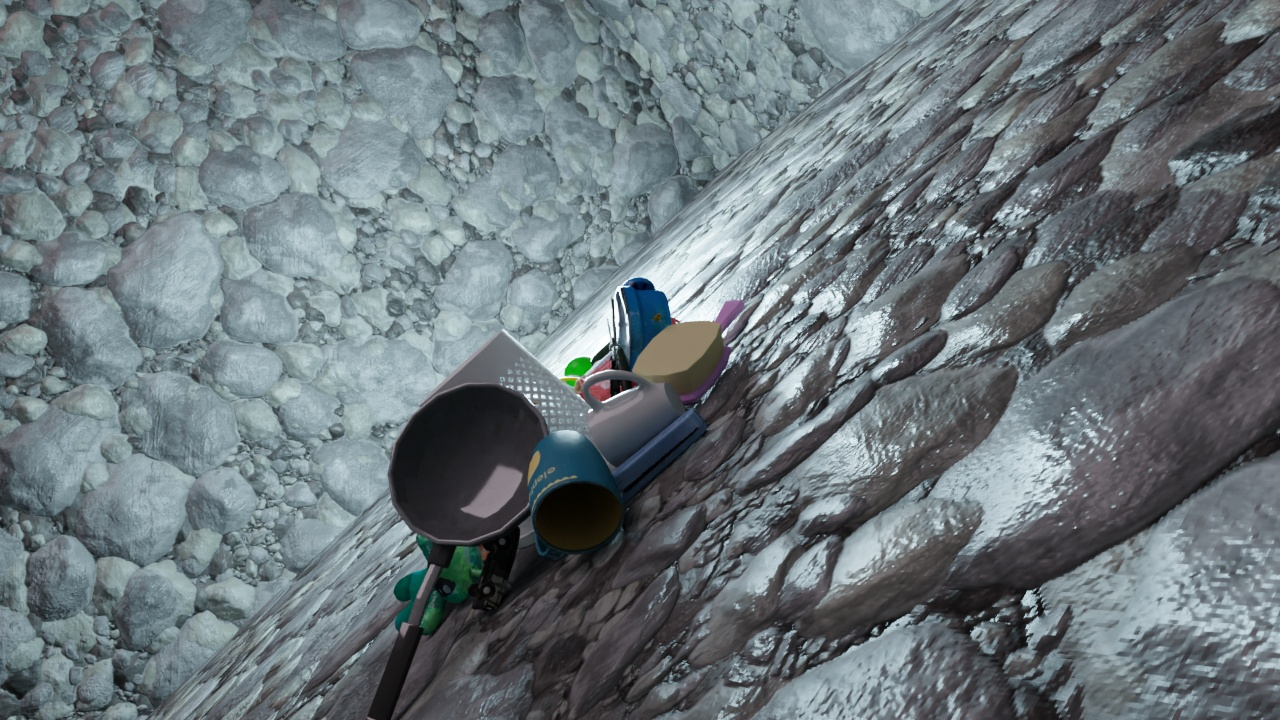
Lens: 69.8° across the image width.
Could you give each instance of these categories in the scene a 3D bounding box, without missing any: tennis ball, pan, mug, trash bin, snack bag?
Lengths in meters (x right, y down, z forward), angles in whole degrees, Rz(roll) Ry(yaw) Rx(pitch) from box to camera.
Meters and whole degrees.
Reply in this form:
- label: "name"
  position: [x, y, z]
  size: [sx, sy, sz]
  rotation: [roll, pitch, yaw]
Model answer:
- label: "tennis ball"
  position: [-0.102, 0.023, 1.613]
  size: [0.065, 0.065, 0.065]
  rotation: [-41, 9, 8]
- label: "pan"
  position: [-0.198, 0.190, 0.928]
  size: [0.041, 0.179, 0.356]
  rotation: [63, -139, -61]
- label: "mug"
  position: [-0.010, 0.050, 0.976]
  size: [0.089, 0.107, 0.071]
  rotation: [-30, 23, 17]
- label: "mug"
  position: [-0.072, 0.130, 0.867]
  size: [0.112, 0.084, 0.104]
  rotation: [-63, 23, 20]
- label: "trash bin"
  position: [-0.144, 0.081, 1.089]
  size: [0.195, 0.199, 0.195]
  rotation: [-41, 9, 8]
- label: "snack bag"
  position: [-0.008, 0.007, 1.269]
  size: [0.176, 0.082, 0.082]
  rotation: [-42, 9, -1]

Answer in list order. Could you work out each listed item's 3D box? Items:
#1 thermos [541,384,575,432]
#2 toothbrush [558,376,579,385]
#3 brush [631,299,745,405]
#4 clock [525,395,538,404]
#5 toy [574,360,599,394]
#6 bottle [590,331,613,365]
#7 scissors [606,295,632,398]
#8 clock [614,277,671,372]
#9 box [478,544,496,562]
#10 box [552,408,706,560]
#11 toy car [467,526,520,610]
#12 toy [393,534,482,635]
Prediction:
- label: "thermos"
  position: [-0.131, 0.093, 1.411]
  size: [0.206, 0.065, 0.078]
  rotation: [-89, 20, -78]
- label: "toothbrush"
  position: [-0.073, 0.032, 1.433]
  size: [0.136, 0.016, 0.021]
  rotation: [-2, 12, 18]
- label: "brush"
  position: [0.069, -0.025, 1.086]
  size: [0.089, 0.043, 0.228]
  rotation: [-1, 32, 32]
- label: "clock"
  position: [-0.213, 0.106, 1.529]
  size: [0.157, 0.073, 0.122]
  rotation: [-15, -40, -38]
- label: "toy"
  position: [-0.037, 0.029, 1.355]
  size: [0.106, 0.074, 0.085]
  rotation: [-31, 1, 34]
- label: "bottle"
  position: [-0.042, -0.003, 1.496]
  size: [0.061, 0.061, 0.131]
  rotation: [-41, 9, 20]
- label: "scissors"
  position: [-0.026, 0.027, 1.118]
  size: [0.015, 0.202, 0.201]
  rotation: [-7, 32, -6]
- label: "clock"
  position: [-0.001, -0.044, 1.167]
  size: [0.060, 0.117, 0.161]
  rotation: [-4, 25, -8]
- label: "box"
  position: [-0.219, 0.222, 1.167]
  size: [0.048, 0.085, 0.188]
  rotation: [-39, 5, -27]
- label: "box"
  position: [-0.016, 0.126, 0.928]
  size: [0.209, 0.037, 0.065]
  rotation: [-39, 3, 4]
- label: "toy car"
  position: [-0.148, 0.216, 0.955]
  size: [0.040, 0.037, 0.092]
  rotation: [-25, 44, 56]
- label: "toy"
  position: [-0.230, 0.255, 1.073]
  size: [0.194, 0.072, 0.130]
  rotation: [-39, 48, 34]
